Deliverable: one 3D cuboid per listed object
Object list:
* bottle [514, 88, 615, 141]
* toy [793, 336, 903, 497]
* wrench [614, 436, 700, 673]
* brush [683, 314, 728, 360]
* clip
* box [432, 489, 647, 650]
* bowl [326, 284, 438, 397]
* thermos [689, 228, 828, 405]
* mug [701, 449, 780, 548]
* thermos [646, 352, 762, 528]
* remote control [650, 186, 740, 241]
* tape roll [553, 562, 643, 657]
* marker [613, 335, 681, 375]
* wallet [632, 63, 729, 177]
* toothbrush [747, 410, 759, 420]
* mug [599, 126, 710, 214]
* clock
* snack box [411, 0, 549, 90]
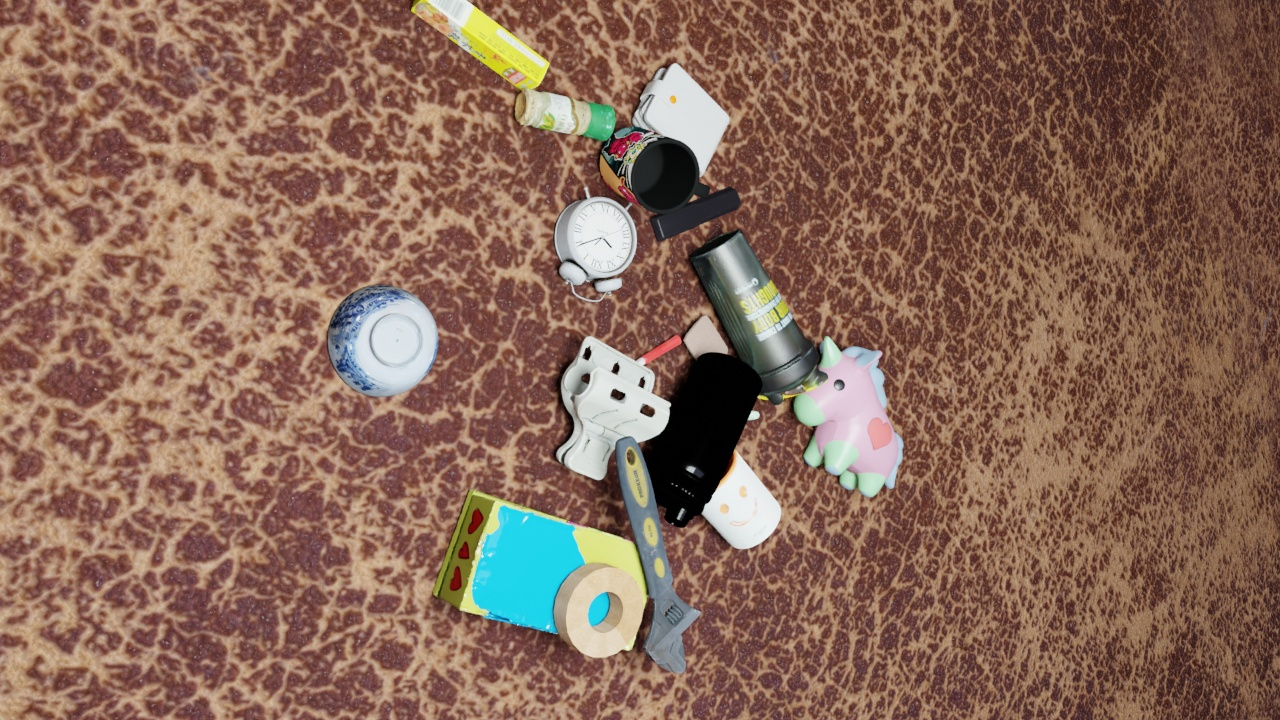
[{"bbox_3d":[-0.083,-0.274,1.023,0.111,0.043,0.043,3,88,-33],"label":"bottle"},{"bbox_3d":[0.292,0.079,1.234,0.222,0.120,0.171,33,82,-28],"label":"toy"},{"bbox_3d":[0.013,0.215,1.005,0.073,0.022,0.273,-18,100,-24],"label":"wrench"},{"bbox_3d":[0.097,0.007,1.159,0.049,0.015,0.136,-50,120,-27],"label":"brush"},{"bbox_3d":[-0.031,0.062,1.025,0.126,0.102,0.152,29,70,-39],"label":"clip"},{"bbox_3d":[-0.098,0.229,0.994,0.220,0.079,0.124,21,79,-29],"label":"box"},{"bbox_3d":[-0.249,-0.020,0.912,0.114,0.045,0.114,0,90,-33],"label":"bowl"},{"bbox_3d":[0.143,-0.051,1.146,0.098,0.098,0.221,-39,106,-27],"label":"thermos"},{"bbox_3d":[0.111,0.167,1.125,0.105,0.082,0.082,50,65,-24],"label":"mug"},{"bbox_3d":[0.066,0.094,1.066,0.086,0.086,0.198,42,60,-26],"label":"thermos"},{"bbox_3d":[0.072,-0.184,1.140,0.136,0.015,0.032,-26,104,-30],"label":"remote control"},{"bbox_3d":[-0.043,0.262,0.966,0.093,0.027,0.094,0,91,-32],"label":"tape roll"},{"bbox_3d":[-0.006,0.006,1.091,0.142,0.013,0.013,-31,106,-29],"label":"marker"},{"bbox_3d":[0.044,-0.280,1.111,0.118,0.038,0.115,36,71,-31],"label":"wallet"},{"bbox_3d":[0.088,0.070,1.150,0.154,0.015,0.022,0,109,-33],"label":"toothbrush"},{"bbox_3d":[0.024,-0.212,1.044,0.118,0.098,0.082,15,104,-29],"label":"mug"},{"bbox_3d":[-0.052,-0.128,1.048,0.094,0.035,0.122,13,81,-32],"label":"clock"},{"bbox_3d":[-0.168,-0.342,0.970,0.148,0.040,0.029,30,74,-29],"label":"snack box"}]
